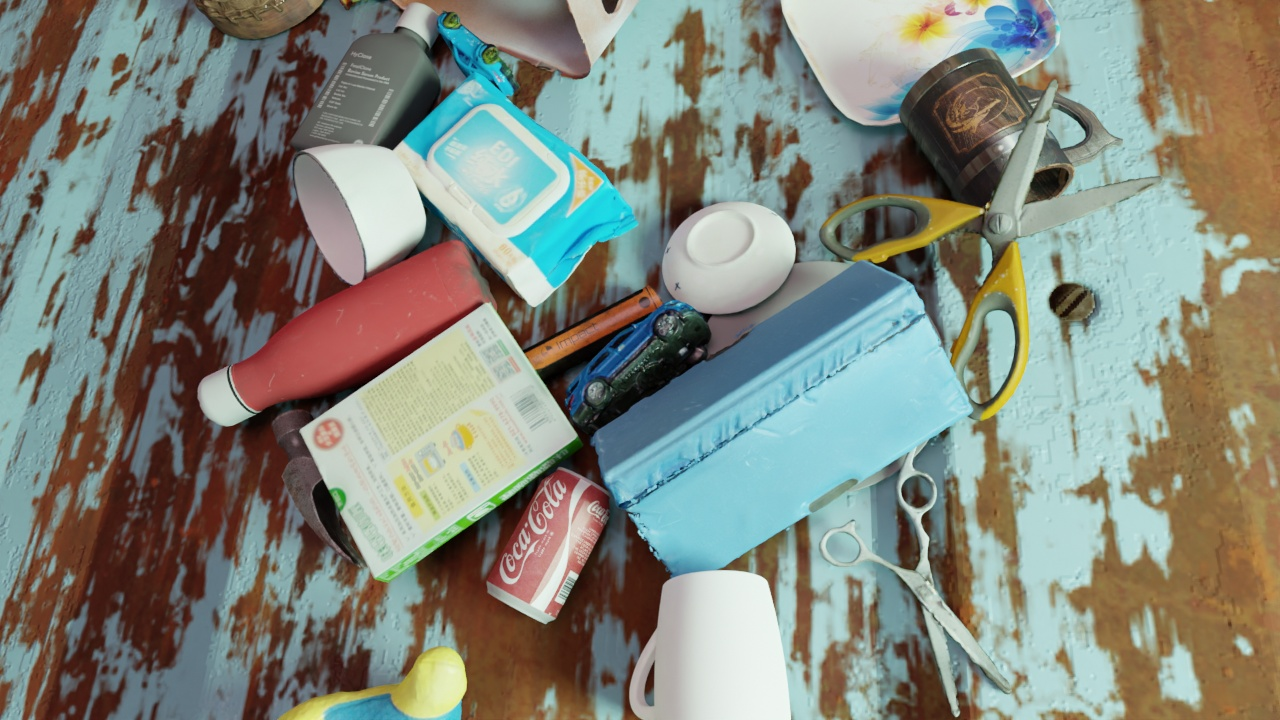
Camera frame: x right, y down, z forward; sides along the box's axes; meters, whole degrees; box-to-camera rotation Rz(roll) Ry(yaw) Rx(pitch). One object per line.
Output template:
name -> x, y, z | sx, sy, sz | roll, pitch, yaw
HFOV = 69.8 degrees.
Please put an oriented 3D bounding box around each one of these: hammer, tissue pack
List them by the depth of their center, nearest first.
hammer -> -0.118, 0.037, 0.691 | 0.314, 0.035, 0.137 | -27, 65, 0
tissue pack -> -0.107, -0.139, 0.746 | 0.117, 0.066, 0.209 | -44, 67, -6

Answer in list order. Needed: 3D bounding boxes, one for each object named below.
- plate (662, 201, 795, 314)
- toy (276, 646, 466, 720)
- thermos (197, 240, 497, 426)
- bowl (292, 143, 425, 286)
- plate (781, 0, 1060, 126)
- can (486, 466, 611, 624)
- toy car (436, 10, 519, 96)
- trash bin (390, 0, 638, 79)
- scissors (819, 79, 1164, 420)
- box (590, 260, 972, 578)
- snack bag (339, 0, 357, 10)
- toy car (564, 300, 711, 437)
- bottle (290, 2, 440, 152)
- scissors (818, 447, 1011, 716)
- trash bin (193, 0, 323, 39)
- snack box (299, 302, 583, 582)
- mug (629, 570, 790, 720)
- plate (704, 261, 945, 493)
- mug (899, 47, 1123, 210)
plate -> 0.063, -0.085, 0.694 | 0.104, 0.026, 0.104 | -10, 56, 15
toy -> -0.149, 0.301, 0.560 | 0.149, 0.084, 0.213 | -21, 67, 5
thermos -> -0.232, -0.014, 0.716 | 0.240, 0.073, 0.073 | -25, 64, 3
bowl -> -0.224, -0.124, 0.743 | 0.065, 0.117, 0.116 | -29, 61, -31
plate -> 0.224, -0.279, 0.753 | 0.187, 0.016, 0.186 | -22, 65, 3
can -> -0.061, 0.125, 0.629 | 0.054, 0.054, 0.096 | 23, 74, 21
toy car -> -0.150, -0.271, 0.820 | 0.032, 0.048, 0.105 | -43, 67, -3
trash bin -> -0.122, -0.390, 0.791 | 0.260, 0.182, 0.157 | 27, 74, 22
scissors -> 0.219, -0.079, 0.618 | 0.229, 0.016, 0.225 | 19, 98, 36
box -> 0.092, 0.043, 0.621 | 0.231, 0.094, 0.112 | -33, 108, 2
snack bag -> -0.274, -0.429, 0.826 | 0.067, 0.208, 0.138 | 34, 79, 23
toy car -> -0.004, 0.004, 0.661 | 0.120, 0.056, 0.043 | -42, 51, 6
bottle -> -0.232, -0.245, 0.828 | 0.084, 0.046, 0.173 | 18, 73, 19
scissors -> 0.188, 0.134, 0.584 | 0.141, 0.014, 0.147 | 30, 81, 18
trash bin -> -0.401, -0.430, 0.855 | 0.151, 0.210, 0.151 | -5, 66, 11
snack box -> -0.143, 0.055, 0.655 | 0.168, 0.027, 0.132 | -35, 66, -3
mug -> 0.036, 0.187, 0.575 | 0.114, 0.081, 0.087 | -25, 53, 36
plate -> 0.126, 0.011, 0.656 | 0.178, 0.012, 0.178 | -5, 67, 11
mug -> 0.264, -0.165, 0.659 | 0.116, 0.080, 0.107 | -26, 65, 7
